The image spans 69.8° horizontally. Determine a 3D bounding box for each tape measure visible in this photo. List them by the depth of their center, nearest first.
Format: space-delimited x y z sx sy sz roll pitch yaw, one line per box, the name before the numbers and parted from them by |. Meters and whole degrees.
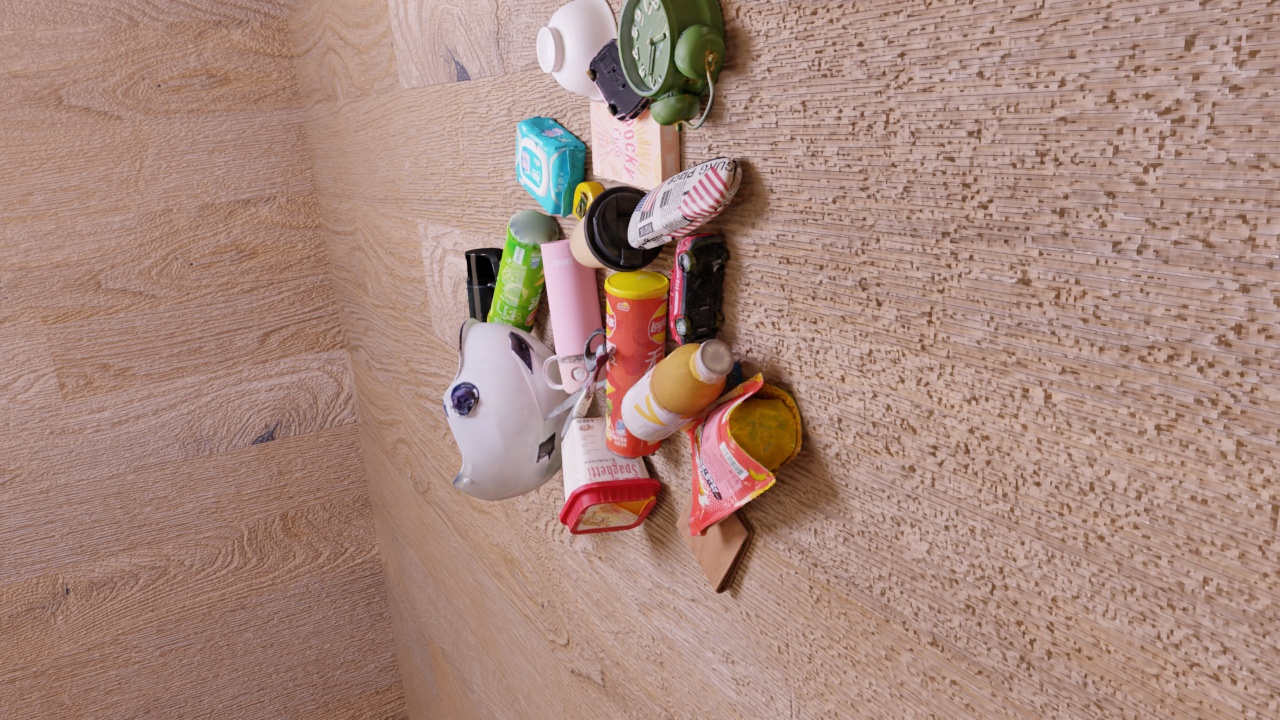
tape measure | -0.064 -0.191 1.129 0.060 0.028 0.057 51 143 40

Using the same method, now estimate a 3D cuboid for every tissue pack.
tissue pack | -0.116 -0.250 1.179 0.133 0.050 0.093 46 139 45

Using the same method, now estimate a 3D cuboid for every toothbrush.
toothbrush | -0.061 0.028 1.095 0.188 0.016 0.017 116 149 -60

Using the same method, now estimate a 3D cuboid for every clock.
clock | 0.032 -0.291 0.869 0.161 0.056 0.116 64 152 23

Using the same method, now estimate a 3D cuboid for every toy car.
toy car | 0.055 -0.072 0.926 0.045 0.052 0.121 37 131 46
toy car | -0.019 -0.295 0.970 0.056 0.037 0.122 -43 47 21

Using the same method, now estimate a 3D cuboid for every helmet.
helmet | -0.168 0.067 1.289 0.229 0.146 0.258 12 -104 -80

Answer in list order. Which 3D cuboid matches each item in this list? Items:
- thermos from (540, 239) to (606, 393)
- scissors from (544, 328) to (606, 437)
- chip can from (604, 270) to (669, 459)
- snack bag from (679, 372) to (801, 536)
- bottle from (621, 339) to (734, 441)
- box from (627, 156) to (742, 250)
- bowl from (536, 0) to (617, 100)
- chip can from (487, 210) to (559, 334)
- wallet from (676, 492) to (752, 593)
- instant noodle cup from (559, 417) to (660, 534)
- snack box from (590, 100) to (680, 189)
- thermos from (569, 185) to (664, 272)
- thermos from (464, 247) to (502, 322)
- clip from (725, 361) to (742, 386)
thermos | -0.093 -0.056 1.188 0.067 0.087 0.199 -50 -45 -73
scissors | -0.066 0.030 1.159 0.165 0.014 0.163 2 111 29
chip can | -0.006 0.006 1.060 0.073 0.073 0.217 40 136 50
snack bag | 0.086 0.097 0.930 0.208 0.073 0.128 129 138 -62
bottle | 0.039 0.029 0.946 0.190 0.067 0.068 -44 62 60
box | 0.043 -0.151 0.902 0.051 0.068 0.165 44 152 -22
bowl | -0.079 -0.355 1.046 0.118 0.064 0.118 35 132 52
chip can | -0.171 -0.120 1.320 0.072 0.072 0.222 62 150 27
wallet | 0.082 0.190 1.031 0.101 0.020 0.116 57 144 36
instant noodle cup | -0.048 0.143 1.169 0.117 0.116 0.124 118 144 -52
snack box | -0.008 -0.237 1.003 0.157 0.026 0.084 31 128 55
thermos | -0.033 -0.141 1.034 0.143 0.093 0.093 177 81 -70
thermos | -0.239 -0.056 1.482 0.090 0.068 0.243 -148 51 -61
clip | 0.082 0.012 0.949 0.058 0.038 0.026 13 119 64
